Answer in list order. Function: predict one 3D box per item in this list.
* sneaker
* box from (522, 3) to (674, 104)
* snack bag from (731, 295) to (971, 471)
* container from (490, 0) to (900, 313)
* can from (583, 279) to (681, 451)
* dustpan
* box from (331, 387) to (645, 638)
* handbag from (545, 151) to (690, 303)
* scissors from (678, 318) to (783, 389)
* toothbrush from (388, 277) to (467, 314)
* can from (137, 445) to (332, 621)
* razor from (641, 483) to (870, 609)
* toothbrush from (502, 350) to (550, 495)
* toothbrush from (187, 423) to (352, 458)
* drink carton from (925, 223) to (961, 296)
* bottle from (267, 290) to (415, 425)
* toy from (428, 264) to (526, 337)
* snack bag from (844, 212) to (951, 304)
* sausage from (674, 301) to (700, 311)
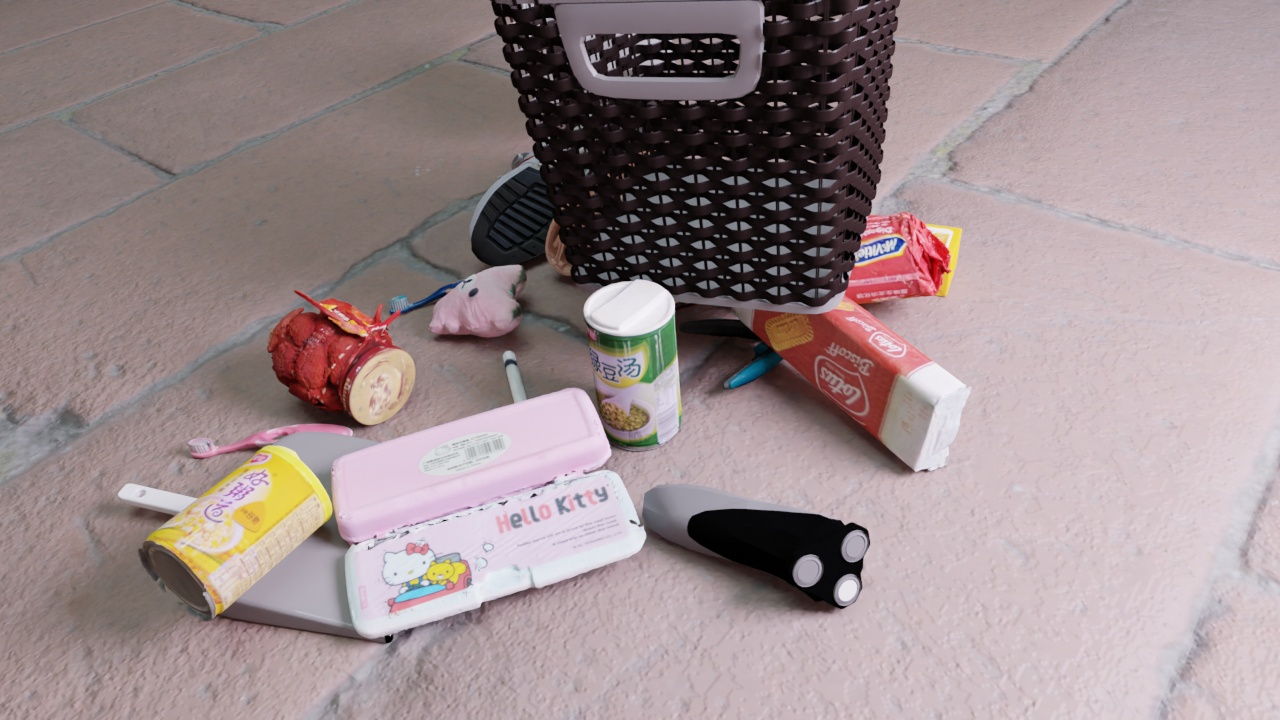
[{"bbox_3d":[-0.106,-0.189,1.001,0.239,0.089,0.124,-45,25,-18],"label":"sneaker"},{"bbox_3d":[-0.040,-0.301,1.175,0.167,0.447,0.164,-6,48,0],"label":"box"},{"bbox_3d":[0.154,-0.010,0.717,0.041,0.078,0.225,-20,45,-25],"label":"snack bag"},{"bbox_3d":[0.061,-0.205,0.700,0.248,0.244,0.244,7,41,20],"label":"container"},{"bbox_3d":[-0.004,0.004,0.706,0.067,0.121,0.067,-4,38,3],"label":"can"},{"bbox_3d":[-0.270,0.116,0.679,0.258,0.033,0.162,11,40,7],"label":"dustpan"},{"bbox_3d":[-0.112,0.098,0.645,0.201,0.041,0.153,-17,42,-10],"label":"box"},{"bbox_3d":[0.012,-0.111,0.911,0.187,0.117,0.198,43,47,4],"label":"handbag"},{"bbox_3d":[0.100,-0.019,0.802,0.118,0.019,0.147,30,46,31],"label":"scissors"},{"bbox_3d":[-0.184,-0.071,0.911,0.135,0.017,0.021,-17,41,-13],"label":"toothbrush"},{"bbox_3d":[-0.264,0.111,0.606,0.068,0.068,0.104,17,41,26],"label":"can"},{"bbox_3d":[0.071,0.116,0.612,0.156,0.057,0.060,15,14,37],"label":"razor"},{"bbox_3d":[-0.094,0.047,0.748,0.012,0.017,0.186,-14,39,-9],"label":"toothbrush"},{"bbox_3d":[-0.305,0.065,0.756,0.135,0.016,0.021,-7,40,0],"label":"toothbrush"},{"bbox_3d":[0.235,-0.103,0.873,0.123,0.040,0.058,12,42,22],"label":"drink carton"},{"bbox_3d":[-0.252,-0.006,0.776,0.111,0.099,0.098,25,48,28],"label":"bottle"},{"bbox_3d":[-0.153,-0.051,0.856,0.096,0.053,0.099,-15,34,9],"label":"toy"},{"bbox_3d":[0.182,-0.088,0.813,0.177,0.082,0.082,-6,36,21],"label":"snack bag"},{"bbox_3d":[0.045,-0.060,0.863,0.155,0.020,0.020,-17,39,-13],"label":"sausage"}]
